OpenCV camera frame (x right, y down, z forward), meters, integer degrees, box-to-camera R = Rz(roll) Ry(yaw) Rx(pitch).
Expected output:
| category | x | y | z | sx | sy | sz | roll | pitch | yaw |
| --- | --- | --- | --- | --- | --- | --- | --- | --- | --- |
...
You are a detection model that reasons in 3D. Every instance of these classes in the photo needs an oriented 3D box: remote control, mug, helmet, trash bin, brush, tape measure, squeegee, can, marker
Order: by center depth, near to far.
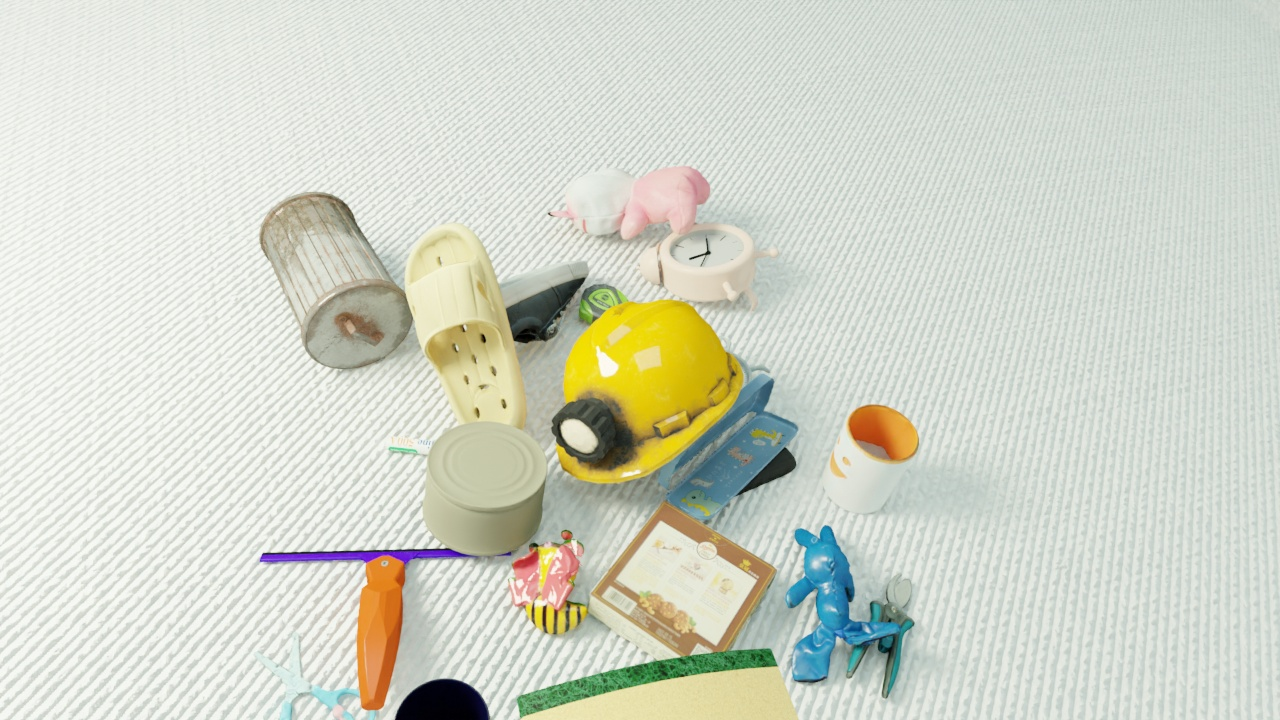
| category | x | y | z | sx | sy | sz | roll | pitch | yaw |
| --- | --- | --- | --- | --- | --- | --- | --- | --- | --- |
| brush | -0.004 | 0.323 | 0.709 | 0.194 | 0.251 | 0.075 | -4 | 49 | -19 |
| mug | -0.151 | 0.329 | 0.782 | 0.112 | 0.097 | 0.078 | 4 | 47 | -7 |
| squeegee | -0.246 | 0.243 | 0.871 | 0.249 | 0.055 | 0.184 | 1 | 40 | -10 |
| can | -0.163 | 0.132 | 0.965 | 0.127 | 0.073 | 0.127 | 8 | 39 | -6 |
| helmet | -0.006 | 0.006 | 1.029 | 0.206 | 0.131 | 0.254 | -1 | 32 | 36 |
| marker | -0.213 | 0.101 | 1.036 | 0.145 | 0.017 | 0.017 | 7 | 47 | -4 |
| mug | 0.261 | 0.114 | 1.051 | 0.082 | 0.105 | 0.082 | 5 | 47 | -6 |
| remote control | 0.116 | 0.136 | 1.065 | 0.146 | 0.015 | 0.033 | -19 | 54 | -25 |
| trash bin | -0.370 | -0.095 | 1.113 | 0.130 | 0.131 | 0.211 | -19 | 52 | -26 |
| tape measure | -0.049 | -0.069 | 1.212 | 0.065 | 0.036 | 0.058 | 29 | 58 | 12 |

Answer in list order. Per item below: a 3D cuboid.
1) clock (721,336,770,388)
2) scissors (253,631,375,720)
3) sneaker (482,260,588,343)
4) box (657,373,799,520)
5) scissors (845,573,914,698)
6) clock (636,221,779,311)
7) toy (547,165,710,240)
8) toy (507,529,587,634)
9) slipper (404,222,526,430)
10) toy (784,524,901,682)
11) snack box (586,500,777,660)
| category | x | y | z | sx | sy | sz | roll | pitch | yaw |
| --- | --- | --- | --- | --- | --- | --- | --- | --- | --- |
| clock | 0.092 | 0.031 | 1.140 | 0.094 | 0.043 | 0.119 | 39 | 52 | 25 |
| scissors | -0.314 | 0.313 | 0.829 | 0.139 | 0.015 | 0.119 | 24 | 47 | 20 |
| sneaker | -0.133 | -0.068 | 1.162 | 0.089 | 0.087 | 0.234 | -9 | 14 | 35 |
| box | 0.111 | 0.099 | 1.051 | 0.079 | 0.073 | 0.209 | 35 | 45 | 22 |
| scissors | 0.257 | 0.285 | 0.952 | 0.131 | 0.019 | 0.149 | -7 | 48 | -19 |
| clock | 0.092 | -0.130 | 1.275 | 0.160 | 0.086 | 0.130 | 24 | 47 | 24 |
| toy | -0.015 | -0.229 | 1.309 | 0.213 | 0.084 | 0.141 | 1 | 36 | 21 |
| toy | -0.091 | 0.223 | 0.925 | 0.084 | 0.046 | 0.103 | -16 | 59 | 0 |
| slipper | -0.205 | -0.026 | 1.030 | 0.111 | 0.079 | 0.261 | -19 | 89 | 17 |
| toy | 0.202 | 0.240 | 0.953 | 0.113 | 0.071 | 0.176 | -3 | 48 | 1 |
| snack box | 0.044 | 0.236 | 0.942 | 0.143 | 0.041 | 0.146 | 30 | 50 | 17 |
